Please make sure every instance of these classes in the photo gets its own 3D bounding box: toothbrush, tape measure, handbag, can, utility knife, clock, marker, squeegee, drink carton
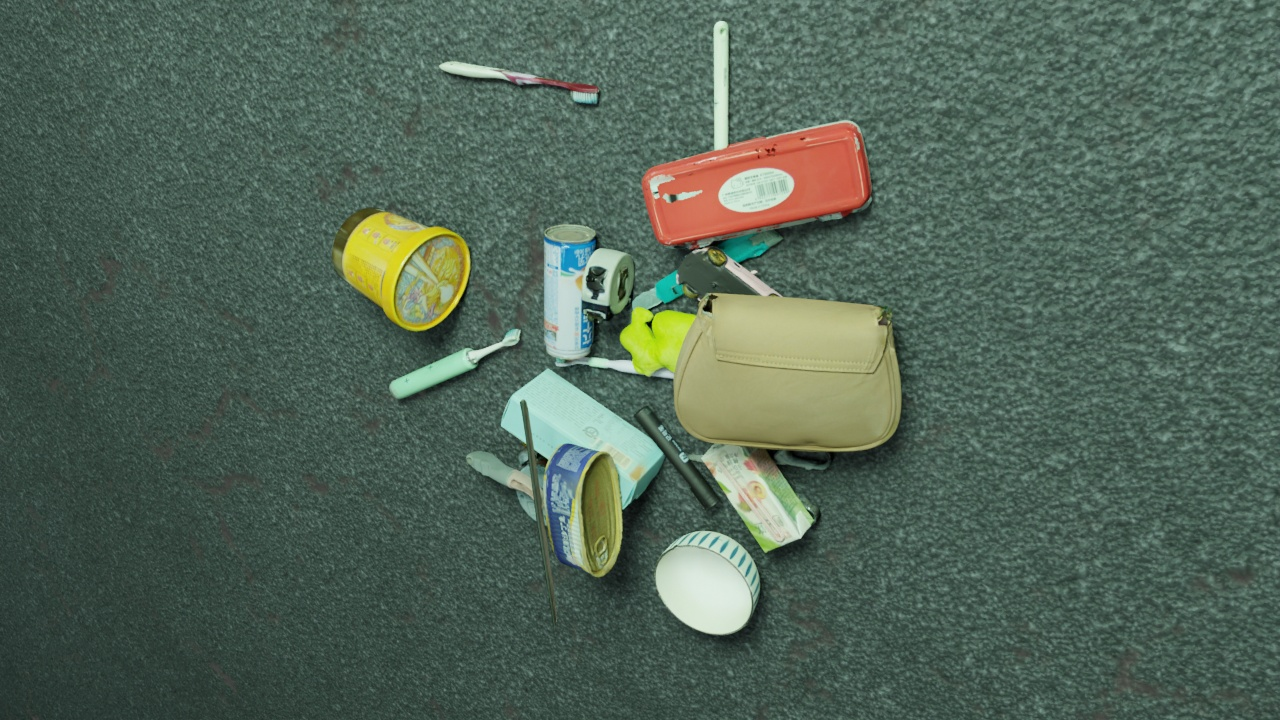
[{"bbox_3d":[-0.006,0.006,0.984,0.189,0.029,0.021,8,157,25],"label":"toothbrush"},{"bbox_3d":[-0.032,-0.079,0.929,0.034,0.065,0.066,13,121,19],"label":"tape measure"},{"bbox_3d":[0.134,0.007,0.839,0.204,0.099,0.148,5,123,2],"label":"handbag"},{"bbox_3d":[-0.059,0.156,0.958,0.049,0.074,0.148,12,123,29],"label":"can"},{"bbox_3d":[0.059,-0.087,0.906,0.187,0.013,0.029,-28,97,36],"label":"utility knife"},{"bbox_3d":[-0.075,-0.071,0.964,0.053,0.053,0.135,15,119,23],"label":"can"},{"bbox_3d":[-0.123,-0.279,0.918,0.188,0.016,0.017,16,129,22],"label":"toothbrush"},{"bbox_3d":[-0.225,0.005,1.103,0.225,0.027,0.026,-20,137,35],"label":"toothbrush"},{"bbox_3d":[-0.103,0.137,1.079,0.082,0.055,0.122,-2,110,32],"label":"clock"},{"bbox_3d":[0.075,-0.208,0.836,0.029,0.020,0.190,-8,114,-11],"label":"toothbrush"},{"bbox_3d":[0.039,0.106,1.001,0.022,0.020,0.132,-39,88,21],"label":"marker"},{"bbox_3d":[-0.145,0.138,1.036,0.250,0.040,0.248,19,119,61],"label":"squeegee"},{"bbox_3d":[0.119,0.133,0.941,0.054,0.045,0.122,-32,92,38],"label":"drink carton"}]

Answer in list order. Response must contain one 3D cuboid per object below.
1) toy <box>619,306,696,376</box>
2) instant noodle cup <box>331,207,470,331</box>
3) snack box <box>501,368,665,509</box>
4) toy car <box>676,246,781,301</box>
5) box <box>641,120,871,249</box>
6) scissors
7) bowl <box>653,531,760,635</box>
[{"bbox_3d":[0.029,-0.018,0.940,0.100,0.031,0.096,-27,91,28],"label":"toy"},{"bbox_3d":[-0.272,-0.108,1.025,0.114,0.118,0.119,27,123,25],"label":"instant noodle cup"},{"bbox_3d":[-0.063,0.086,1.019,0.175,0.074,0.052,34,125,12],"label":"snack box"},{"bbox_3d":[0.092,-0.064,0.880,0.122,0.037,0.056,38,125,-1],"label":"toy car"},{"bbox_3d":[0.102,-0.153,0.822,0.201,0.046,0.087,-9,110,22],"label":"box"},{"bbox_3d":[0.124,0.110,0.963,0.160,0.014,0.178,-36,91,37],"label":"scissors"},{"bbox_3d":[0.081,0.236,1.015,0.116,0.066,0.117,13,119,24],"label":"bowl"}]
